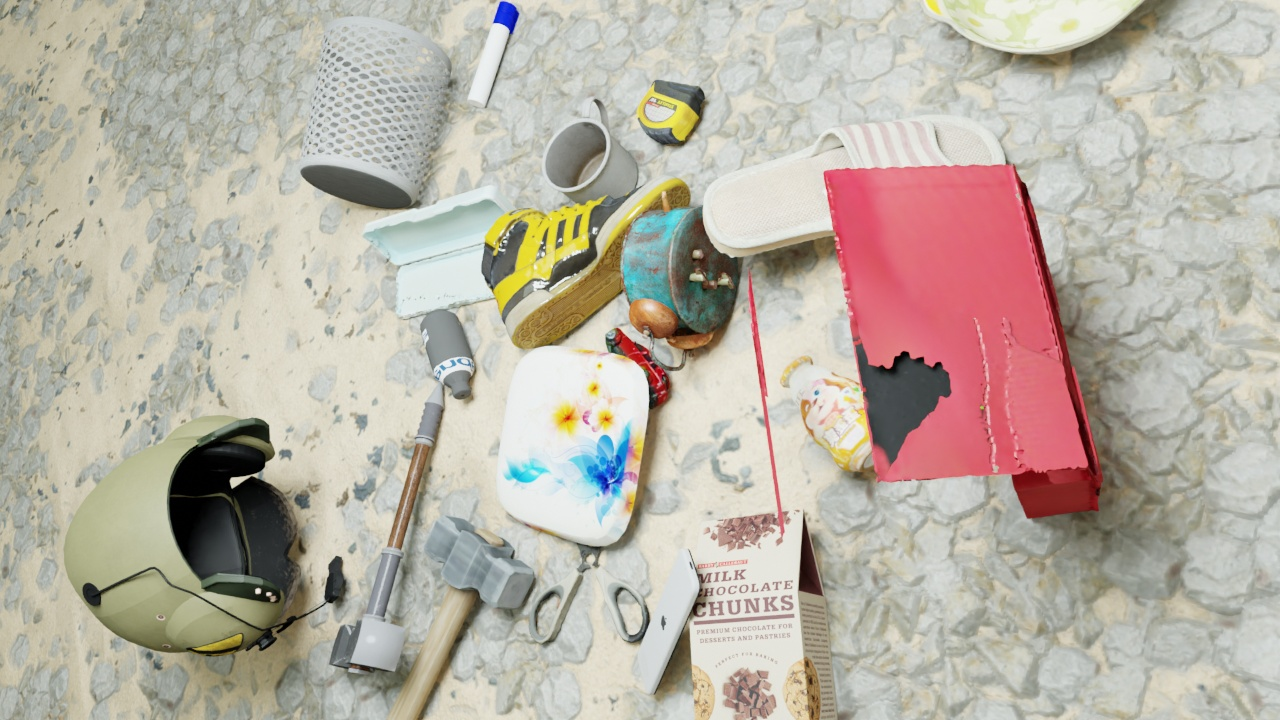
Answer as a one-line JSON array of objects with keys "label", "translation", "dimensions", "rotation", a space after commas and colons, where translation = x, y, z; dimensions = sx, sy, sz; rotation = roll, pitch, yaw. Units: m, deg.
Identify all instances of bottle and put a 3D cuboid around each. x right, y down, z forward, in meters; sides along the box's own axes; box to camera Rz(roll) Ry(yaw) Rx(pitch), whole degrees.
[{"label": "bottle", "translation": [0.166, 0.043, 0.778], "dimensions": [0.063, 0.063, 0.109], "rotation": [-47, 56, 9]}, {"label": "bottle", "translation": [-0.214, -0.006, 1.027], "dimensions": [0.047, 0.047, 0.112], "rotation": [-34, 60, 17]}]

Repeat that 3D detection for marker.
[{"label": "marker", "translation": [-0.184, -0.382, 1.148], "dimensions": [0.023, 0.027, 0.133], "rotation": [13, 83, 33]}]

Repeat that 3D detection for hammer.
[{"label": "hammer", "translation": [-0.221, 0.321, 0.924], "dimensions": [0.117, 0.051, 0.323], "rotation": [26, 91, 36]}, {"label": "hammer", "translation": [-0.254, 0.168, 0.979], "dimensions": [0.156, 0.043, 0.321], "rotation": [-33, 41, 57]}]

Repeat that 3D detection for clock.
[{"label": "clock", "translation": [0.040, -0.068, 0.856], "dimensions": [0.073, 0.121, 0.157], "rotation": [2, 80, 35]}]

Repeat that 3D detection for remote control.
[{"label": "remote control", "translation": [0.023, 0.224, 0.780], "dimensions": [0.045, 0.008, 0.147], "rotation": [-109, 30, -51]}]

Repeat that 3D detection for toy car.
[{"label": "toy car", "translation": [-0.005, 0.005, 0.903], "dimensions": [0.036, 0.042, 0.091], "rotation": [-33, 62, -18]}]

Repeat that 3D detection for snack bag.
[{"label": "snack bag", "translation": [0.099, 0.230, 0.751], "dimensions": [0.095, 0.070, 0.206], "rotation": [-13, 68, 26]}]

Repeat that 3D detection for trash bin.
[{"label": "trash bin", "translation": [-0.328, -0.297, 1.128], "dimensions": [0.157, 0.156, 0.183], "rotation": [3, 78, 31]}]

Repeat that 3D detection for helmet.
[{"label": "helmet", "translation": [-0.450, 0.193, 0.961], "dimensions": [0.233, 0.255, 0.250], "rotation": [-25, 61, 18]}]

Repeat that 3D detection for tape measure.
[{"label": "tape measure", "translation": [0.030, -0.262, 0.974], "dimensions": [0.066, 0.037, 0.064], "rotation": [20, 84, 36]}]

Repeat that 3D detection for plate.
[{"label": "plate", "translation": [-0.076, 0.080, 0.904], "dimensions": [0.187, 0.016, 0.187], "rotation": [8, 89, 40]}]

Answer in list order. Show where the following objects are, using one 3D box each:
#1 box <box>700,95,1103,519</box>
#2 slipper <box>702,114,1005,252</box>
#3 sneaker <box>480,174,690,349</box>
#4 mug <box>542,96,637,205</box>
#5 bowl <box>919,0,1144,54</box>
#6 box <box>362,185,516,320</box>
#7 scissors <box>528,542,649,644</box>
[{"label": "box", "translation": [0.213, -0.023, 0.590], "dimensions": [0.124, 0.377, 0.211], "rotation": [-23, 63, 40]}, {"label": "slipper", "translation": [0.183, -0.155, 0.795], "dimensions": [0.263, 0.052, 0.115], "rotation": [-13, 64, 5]}, {"label": "sneaker", "translation": [-0.065, -0.129, 0.951], "dimensions": [0.239, 0.086, 0.122], "rotation": [-40, 61, 10]}, {"label": "mug", "translation": [-0.049, -0.220, 0.987], "dimensions": [0.084, 0.070, 0.113], "rotation": [8, 78, 32]}, {"label": "bowl", "translation": [0.358, -0.337, 0.794], "dimensions": [0.220, 0.060, 0.188], "rotation": [-8, 71, 29]}, {"label": "box", "translation": [-0.224, -0.122, 1.058], "dimensions": [0.198, 0.078, 0.122], "rotation": [-10, 88, 29]}, {"label": "scissors", "translation": [-0.047, 0.208, 0.878], "dimensions": [0.157, 0.012, 0.170], "rotation": [34, 92, 33]}]
